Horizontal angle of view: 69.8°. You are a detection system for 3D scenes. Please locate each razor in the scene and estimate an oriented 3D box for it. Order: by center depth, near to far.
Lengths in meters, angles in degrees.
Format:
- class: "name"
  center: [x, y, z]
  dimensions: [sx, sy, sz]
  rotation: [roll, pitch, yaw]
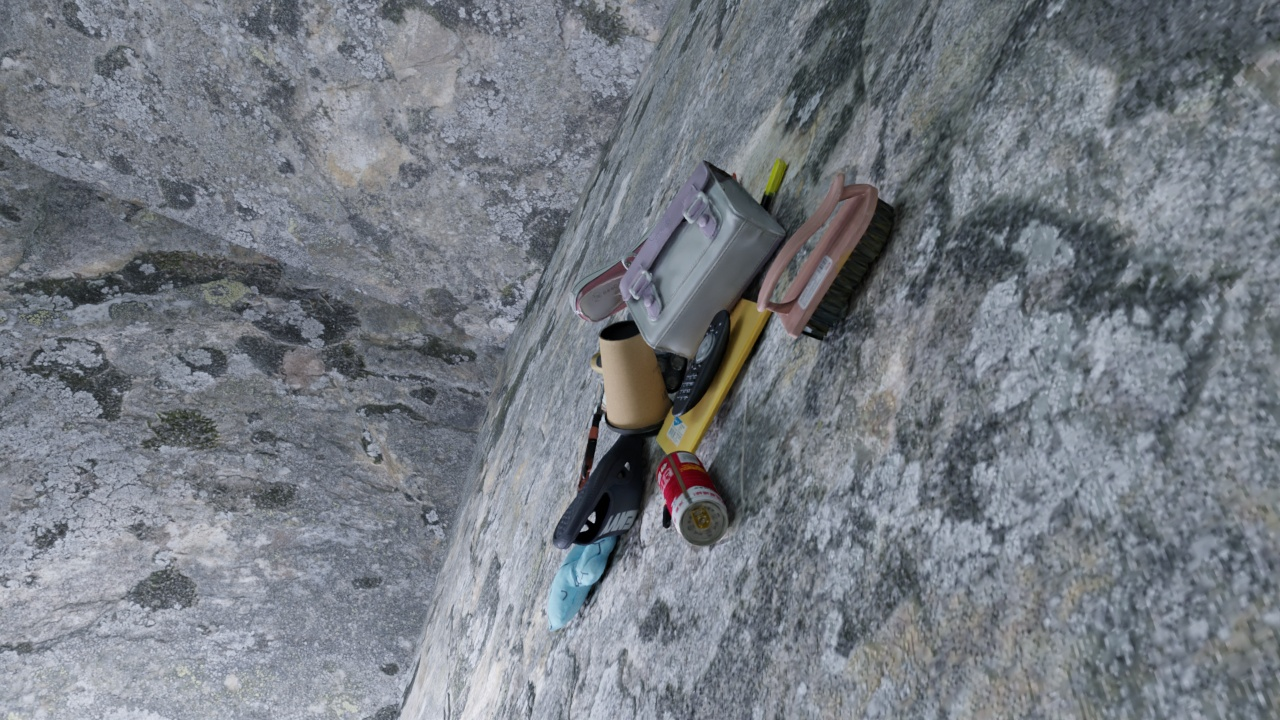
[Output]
- class: "razor"
  center: [-0.008, 0.007, 1.267]
  dimensions: [0.168, 0.067, 0.062]
  rotation: [7, 77, 47]

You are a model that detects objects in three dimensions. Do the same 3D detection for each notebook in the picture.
- class: "notebook"
  center: [0.081, 0.021, 1.075]
  dimensions: [0.206, 0.010, 0.146]
  rotation: [-62, 14, 4]

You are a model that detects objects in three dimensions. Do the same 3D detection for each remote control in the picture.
- class: "remote control"
  center: [0.074, 0.006, 1.049]
  dimensions: [0.136, 0.024, 0.053]
  rotation: [-65, 14, -10]

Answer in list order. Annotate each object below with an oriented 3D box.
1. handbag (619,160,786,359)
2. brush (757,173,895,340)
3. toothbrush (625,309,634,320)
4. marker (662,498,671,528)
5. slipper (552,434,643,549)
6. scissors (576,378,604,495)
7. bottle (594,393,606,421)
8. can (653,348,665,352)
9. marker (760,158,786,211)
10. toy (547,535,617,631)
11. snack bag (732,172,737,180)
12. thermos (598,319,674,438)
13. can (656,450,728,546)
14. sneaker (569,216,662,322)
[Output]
- class: "handbag"
  center: [0.063, -0.124, 1.108]
  dimensions: [0.197, 0.098, 0.145]
  rotation: [-54, 38, 24]
- class: "brush"
  center: [0.165, -0.092, 0.818]
  dimensions: [0.146, 0.073, 0.063]
  rotation: [-61, 14, 22]
- class: "toothbrush"
  center: [0.022, -0.101, 1.396]
  dimensions: [0.026, 0.027, 0.220]
  rotation: [-44, 4, 28]
- class: "marker"
  center: [0.036, 0.145, 1.086]
  dimensions: [0.018, 0.015, 0.123]
  rotation: [-50, 23, 42]
- class: "slipper"
  center: [-0.031, 0.170, 1.206]
  dimensions: [0.111, 0.083, 0.267]
  rotation: [-58, -3, 23]
- class: "scissors"
  center: [-0.066, 0.098, 1.320]
  dimensions: [0.189, 0.015, 0.224]
  rotation: [-170, 92, -88]
- class: "bottle"
  center: [-0.017, 0.013, 1.423]
  dimensions: [0.059, 0.059, 0.207]
  rotation: [-86, 22, -54]
- class: "can"
  center: [0.004, 0.011, 1.334]
  dimensions: [0.058, 0.058, 0.147]
  rotation: [-97, 31, -64]
- class: "marker"
  center: [0.156, -0.192, 1.149]
  dimensions: [0.018, 0.015, 0.124]
  rotation: [-150, 79, -78]
- class: "toy"
  center: [-0.086, 0.294, 1.264]
  dimensions: [0.157, 0.050, 0.161]
  rotation: [-38, 28, 61]
- class: "snack bag"
  center: [0.129, -0.235, 1.298]
  dimensions: [0.045, 0.026, 0.105]
  rotation: [-53, 19, 22]
- class: "thermos"
  center: [-0.009, 0.025, 1.165]
  dimensions: [0.093, 0.093, 0.143]
  rotation: [-97, -3, -65]
- class: "can"
  center: [0.052, 0.140, 0.942]
  dimensions: [0.132, 0.053, 0.053]
  rotation: [-118, 51, -73]
- class: "sneaker"
  center: [0.017, -0.125, 1.268]
  dimensions: [0.240, 0.118, 0.088]
  rotation: [-34, 33, -12]
